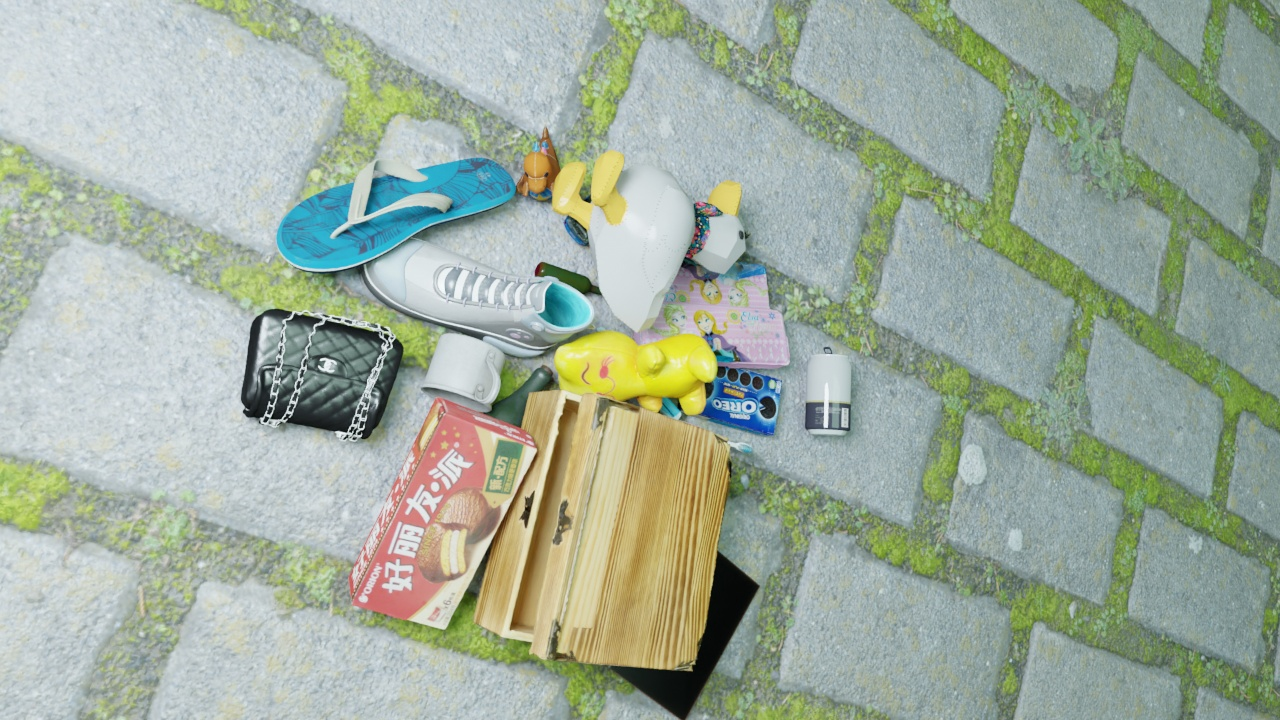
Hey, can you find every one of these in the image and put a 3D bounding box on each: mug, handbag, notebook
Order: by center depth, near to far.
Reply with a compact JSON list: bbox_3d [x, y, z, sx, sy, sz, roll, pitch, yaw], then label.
[{"bbox_3d":[-0.335,0.017,0.972,0.153,0.115,0.125,15,80,-31],"label":"handbag"},{"bbox_3d":[-0.193,0.015,1.051,0.084,0.113,0.070,31,68,-42],"label":"mug"},{"bbox_3d":[0.061,0.350,1.220,0.141,0.008,0.208,42,68,-19],"label":"notebook"}]

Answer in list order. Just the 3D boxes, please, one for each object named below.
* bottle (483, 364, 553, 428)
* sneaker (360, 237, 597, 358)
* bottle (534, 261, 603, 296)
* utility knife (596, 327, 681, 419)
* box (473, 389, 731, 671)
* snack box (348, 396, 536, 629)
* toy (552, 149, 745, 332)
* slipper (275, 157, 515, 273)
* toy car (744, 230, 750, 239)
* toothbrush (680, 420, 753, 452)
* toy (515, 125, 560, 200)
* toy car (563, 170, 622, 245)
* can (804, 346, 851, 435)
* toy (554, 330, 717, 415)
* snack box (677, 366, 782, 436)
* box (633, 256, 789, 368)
[{"bbox_3d":[-0.163,0.073,1.095,0.055,0.055,0.173,46,65,-18],"label":"bottle"},{"bbox_3d":[-0.179,-0.081,1.040,0.256,0.161,0.093,22,75,-27],"label":"sneaker"},{"bbox_3d":[-0.084,-0.099,1.170,0.106,0.025,0.025,17,78,-26],"label":"bottle"},{"bbox_3d":[-0.004,0.020,1.211,0.022,0.015,0.169,-40,105,7],"label":"utility knife"},{"bbox_3d":[-0.021,0.198,1.049,0.247,0.176,0.278,19,75,-30],"label":"box"},{"bbox_3d":[-0.219,0.169,1.007,0.113,0.060,0.236,25,96,-25],"label":"snack box"},{"bbox_3d":[0.022,-0.153,1.123,0.267,0.141,0.246,28,71,-37],"label":"toy"},{"bbox_3d":[-0.270,-0.185,1.030,0.294,0.060,0.118,-27,58,-33],"label":"slipper"},{"bbox_3d":[0.098,-0.176,1.264,0.111,0.047,0.047,-14,83,-33],"label":"toy car"},{"bbox_3d":[0.054,0.093,1.217,0.222,0.026,0.027,16,96,-21],"label":"toothbrush"},{"bbox_3d":[-0.122,-0.248,1.126,0.070,0.090,0.103,1,83,2],"label":"toy"},{"bbox_3d":[-0.050,-0.198,1.186,0.120,0.044,0.056,-44,106,-21],"label":"toy car"},{"bbox_3d":[0.273,0.044,1.331,0.064,0.064,0.127,6,83,-28],"label":"can"},{"bbox_3d":[-0.007,0.007,1.117,0.194,0.135,0.087,-1,60,-1],"label":"toy"},{"bbox_3d":[0.126,0.050,1.270,0.150,0.027,0.082,16,76,-26],"label":"snack box"},{"bbox_3d":[0.093,-0.070,1.246,0.230,0.035,0.159,2,72,-27],"label":"box"}]
